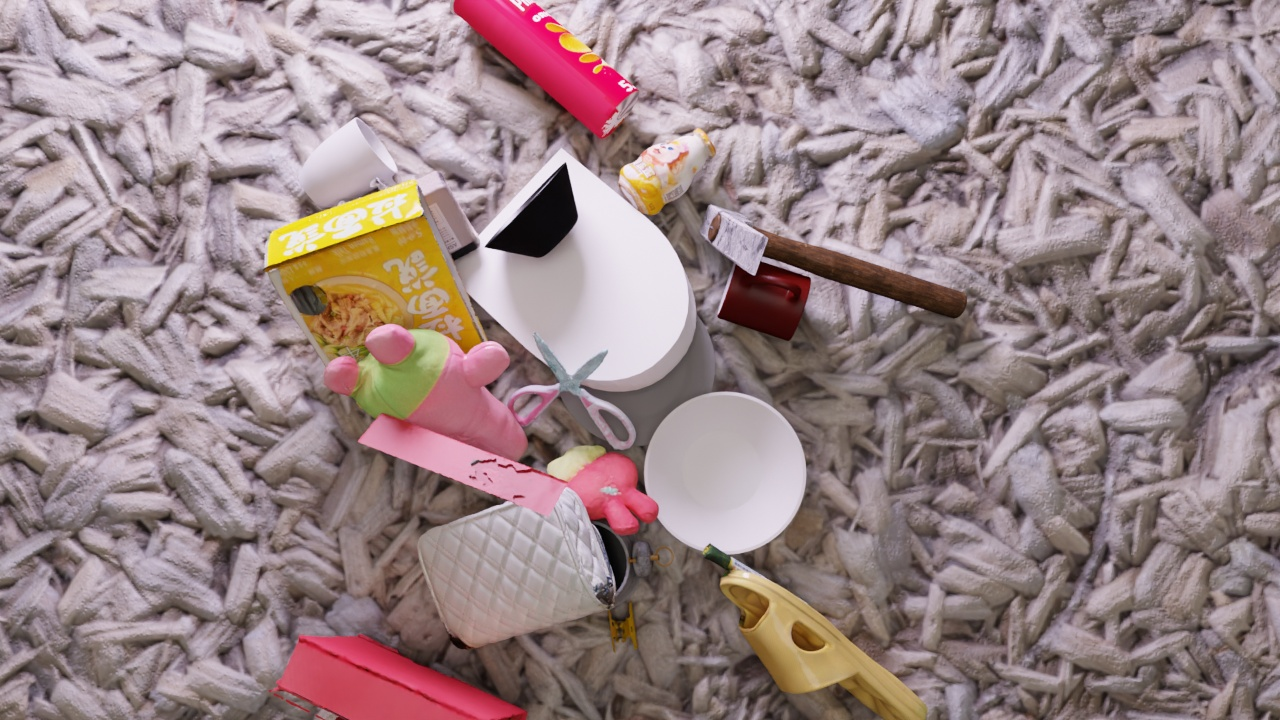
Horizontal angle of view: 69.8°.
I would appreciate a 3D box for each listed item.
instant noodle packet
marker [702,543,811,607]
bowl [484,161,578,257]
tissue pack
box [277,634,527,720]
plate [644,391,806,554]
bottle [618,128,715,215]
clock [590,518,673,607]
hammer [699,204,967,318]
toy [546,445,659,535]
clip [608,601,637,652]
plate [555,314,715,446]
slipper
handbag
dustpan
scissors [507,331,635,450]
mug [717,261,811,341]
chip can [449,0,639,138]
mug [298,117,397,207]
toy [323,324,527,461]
[{"bbox_3d":[-0.263,-0.052,0.960,0.163,0.084,0.222,-21,127,-3],"label":"instant noodle packet"},{"bbox_3d":[0.127,0.239,0.988,0.146,0.017,0.017,34,87,-16],"label":"marker"},{"bbox_3d":[-0.103,-0.147,0.971,0.052,0.124,0.124,44,88,-14],"label":"bowl"},{"bbox_3d":[-0.278,-0.134,0.996,0.181,0.071,0.104,-26,132,1],"label":"tissue pack"},{"bbox_3d":[-0.256,0.442,0.949,0.213,0.147,0.375,19,113,14],"label":"box"},{"bbox_3d":[0.091,0.122,1.005,0.174,0.036,0.174,0,87,0],"label":"plate"},{"bbox_3d":[0.031,-0.210,1.011,0.108,0.063,0.063,-37,87,-3],"label":"bottle"},{"bbox_3d":[-0.038,0.216,0.987,0.148,0.056,0.104,-7,80,11],"label":"clock"},{"bbox_3d":[0.220,-0.089,0.952,0.300,0.217,0.037,16,104,-12],"label":"hammer"},{"bbox_3d":[-0.041,0.137,0.980,0.135,0.045,0.091,31,57,29],"label":"toy"},{"bbox_3d":[-0.022,0.292,0.997,0.048,0.046,0.054,-9,87,44],"label":"clip"},{"bbox_3d":[-0.006,0.006,1.024,0.178,0.012,0.178,0,87,0],"label":"plate"},{"bbox_3d":[0.179,0.319,0.961,0.263,0.100,0.078,37,71,-3],"label":"slipper"},{"bbox_3d":[-0.127,0.213,0.948,0.195,0.072,0.139,-21,88,26],"label":"handbag"},{"bbox_3d":[-0.058,-0.082,1.014,0.258,0.053,0.191,42,88,19],"label":"dustpan"},{"bbox_3d":[-0.068,0.042,0.975,0.175,0.013,0.171,37,131,-13],"label":"scissors"},{"bbox_3d":[0.134,-0.071,0.981,0.082,0.106,0.073,18,79,1],"label":"mug"},{"bbox_3d":[-0.105,-0.342,1.015,0.220,0.069,0.069,41,87,2],"label":"chip can"},{"bbox_3d":[-0.316,-0.197,1.015,0.089,0.071,0.107,-34,113,5],"label":"mug"},{"bbox_3d":[-0.204,0.038,0.952,0.193,0.236,0.096,-24,45,33],"label":"toy"}]
